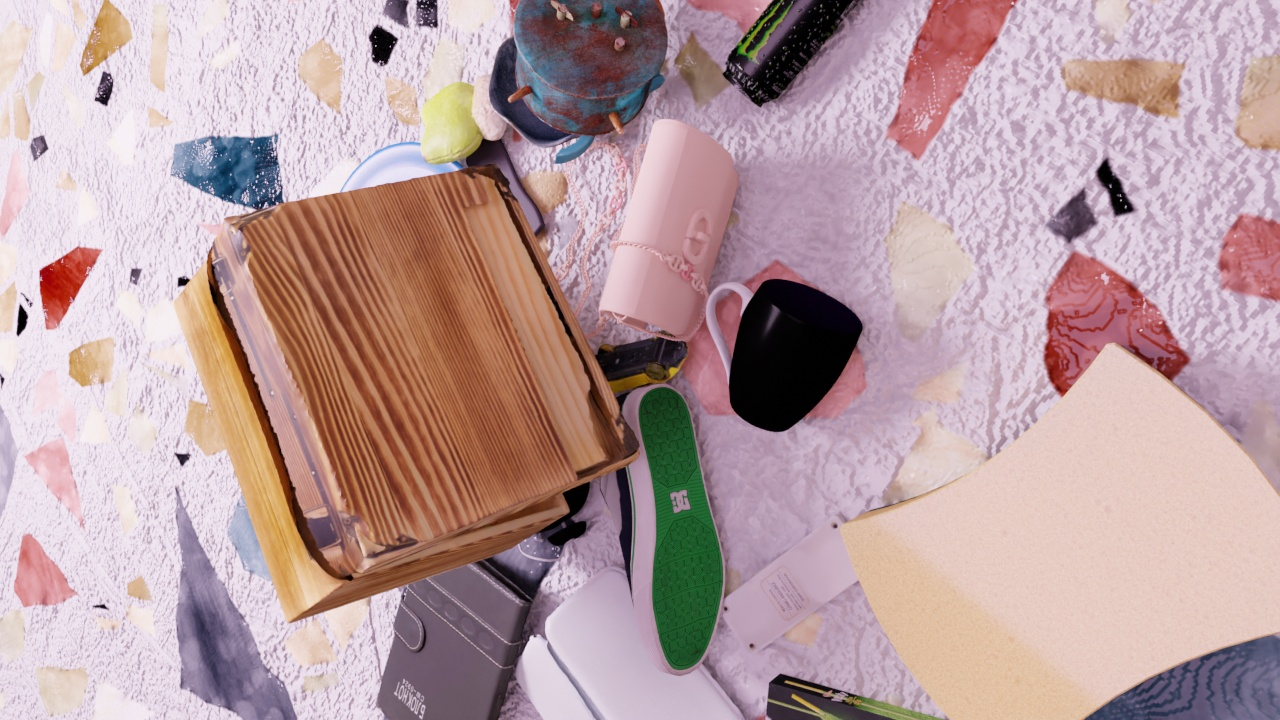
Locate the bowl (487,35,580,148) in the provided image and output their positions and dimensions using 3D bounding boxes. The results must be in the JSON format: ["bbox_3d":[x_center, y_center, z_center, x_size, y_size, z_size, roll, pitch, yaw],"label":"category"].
[{"bbox_3d":[-0.081,-0.238,0.820,0.110,0.055,0.110,1,84,-9],"label":"bowl"}]

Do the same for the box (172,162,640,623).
[{"bbox_3d":[-0.186,0.015,0.710,0.221,0.258,0.279,-34,74,36],"label":"box"}]

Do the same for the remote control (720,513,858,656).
[{"bbox_3d":[0.124,0.182,0.741,0.136,0.011,0.050,-44,70,23],"label":"remote control"}]

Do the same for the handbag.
[{"bbox_3d":[-0.030,-0.099,0.749,0.187,0.116,0.198,15,87,27],"label":"handbag"}]

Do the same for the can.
[{"bbox_3d":[0.124,-0.265,0.713,0.138,0.053,0.054,-48,68,21],"label":"can"}]

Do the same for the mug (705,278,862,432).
[{"bbox_3d":[0.098,-0.008,0.712,0.119,0.084,0.100,32,118,20],"label":"mug"}]

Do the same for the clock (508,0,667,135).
[{"bbox_3d":[-0.038,-0.266,0.741,0.121,0.073,0.157,15,72,-5],"label":"clock"}]

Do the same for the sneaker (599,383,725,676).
[{"bbox_3d":[0.009,0.141,0.773,0.079,0.084,0.235,-15,80,51],"label":"sneaker"}]

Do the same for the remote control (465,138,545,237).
[{"bbox_3d":[-0.132,-0.165,0.885,0.047,0.009,0.124,-36,71,25],"label":"remote control"}]

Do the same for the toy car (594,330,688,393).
[{"bbox_3d":[-0.005,0.005,0.796,0.107,0.049,0.030,-13,128,30],"label":"toy car"}]

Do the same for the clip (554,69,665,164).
[{"bbox_3d":[-0.054,-0.228,0.783,0.119,0.033,0.121,35,79,0],"label":"clip"}]

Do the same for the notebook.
[{"bbox_3d":[-0.188,0.287,0.898,0.170,0.029,0.209,25,101,38],"label":"notebook"}]

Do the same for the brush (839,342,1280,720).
[{"bbox_3d":[0.285,0.131,0.612,0.251,0.075,0.195,-41,71,23],"label":"brush"}]

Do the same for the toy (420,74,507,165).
[{"bbox_3d":[-0.161,-0.235,0.877,0.115,0.046,0.092,-20,56,16],"label":"toy"}]

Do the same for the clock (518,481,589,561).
[{"bbox_3d":[-0.091,0.125,0.845,0.091,0.042,0.120,1,91,30],"label":"clock"}]

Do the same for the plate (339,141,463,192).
[{"bbox_3d":[-0.237,-0.108,0.937,0.225,0.024,0.224,0,90,30],"label":"plate"}]

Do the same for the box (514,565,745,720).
[{"bbox_3d":[-0.017,0.306,0.795,0.186,0.084,0.210,-46,69,16],"label":"box"}]

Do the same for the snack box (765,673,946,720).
[{"bbox_3d":[0.169,0.303,0.708,0.148,0.025,0.080,6,93,30],"label":"snack box"}]
